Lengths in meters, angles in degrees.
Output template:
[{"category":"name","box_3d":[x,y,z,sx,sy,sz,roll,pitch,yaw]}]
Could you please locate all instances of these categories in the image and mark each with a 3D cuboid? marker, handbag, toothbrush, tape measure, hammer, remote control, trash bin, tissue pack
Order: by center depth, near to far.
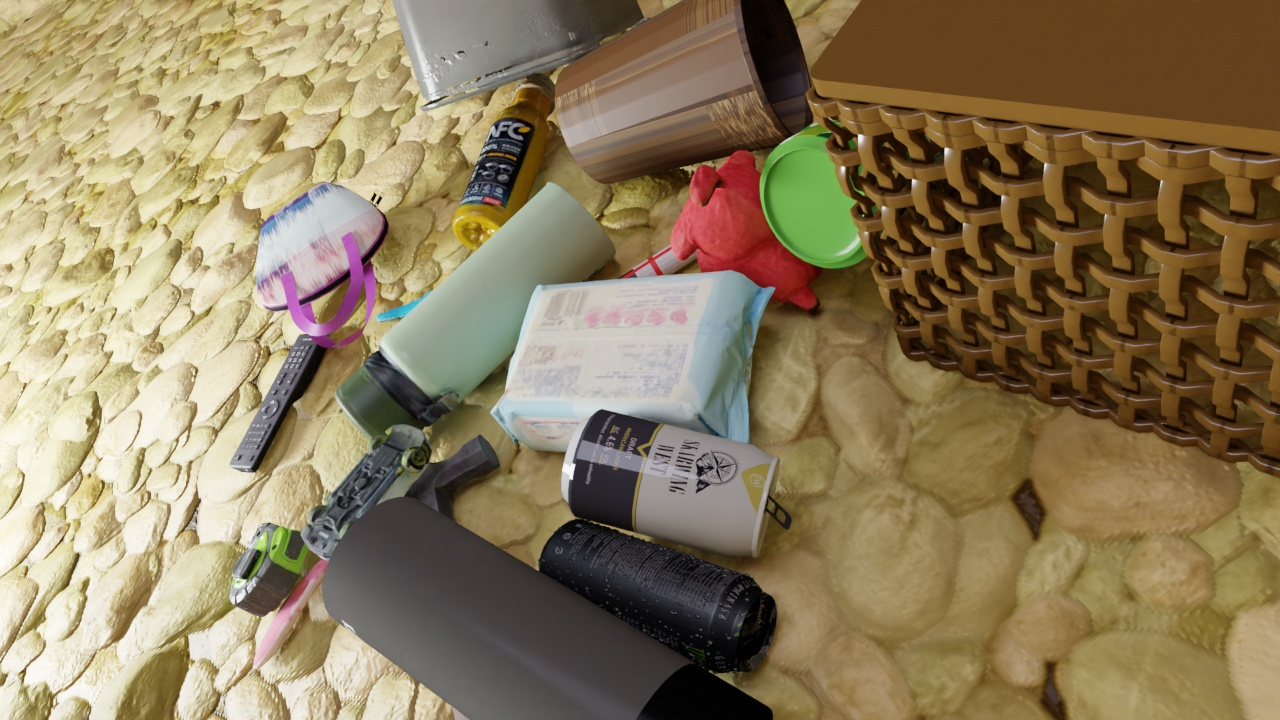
[{"category":"hammer","box_3d":[-0.108,0.181,0.556,0.111,0.028,0.300,-32,47,4]},{"category":"tissue pack","box_3d":[-0.004,0.004,0.603,0.182,0.070,0.111,-1,56,27]},{"category":"toothbrush","box_3d":[-0.233,0.158,0.654,0.022,0.016,0.134,11,61,52]},{"category":"tape measure","box_3d":[-0.271,0.148,0.660,0.059,0.036,0.065,-13,47,46]},{"category":"marker","box_3d":[0.029,-0.079,0.680,0.146,0.019,0.019,-32,46,5]},{"category":"remote control","box_3d":[-0.310,0.035,0.794,0.032,0.015,0.136,-1,56,30]},{"category":"trash bin","box_3d":[-0.128,-0.369,0.811,0.198,0.220,0.196,-11,24,22]},{"category":"handbag","box_3d":[-0.282,-0.078,0.831,0.144,0.068,0.169,-32,48,3]}]

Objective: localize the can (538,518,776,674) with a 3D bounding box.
[{"category":"can","box_3d":[0.005,0.129,0.510,0.138,0.054,0.053,11,62,36]}]

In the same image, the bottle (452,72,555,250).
[{"category":"bottle","box_3d":[-0.115,-0.182,0.819,0.053,0.053,0.185,-4,54,28]}]

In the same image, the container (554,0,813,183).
[{"category":"container","box_3d":[0.030,-0.209,0.712,0.168,0.132,0.132,-13,51,29]}]

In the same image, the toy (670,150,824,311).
[{"category":"toy","box_3d":[0.076,-0.087,0.591,0.094,0.133,0.088,26,82,31]}]

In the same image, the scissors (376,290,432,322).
[{"category":"scissors","box_3d":[-0.170,-0.053,0.783,0.135,0.015,0.066,-13,53,18]}]

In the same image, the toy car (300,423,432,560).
[{"category":"toy car","box_3d":[-0.182,0.091,0.625,0.048,0.033,0.105,12,57,42]}]

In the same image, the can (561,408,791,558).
[{"category":"can","box_3d":[0.023,0.071,0.520,0.127,0.064,0.064,12,61,14]}]

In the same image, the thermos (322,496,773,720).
[{"category":"thermos","box_3d":[-0.056,0.157,0.480,0.241,0.082,0.082,22,69,30]}]

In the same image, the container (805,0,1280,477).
[{"category":"container","box_3d":[0.259,-0.129,0.448,0.220,0.214,0.251,22,69,40]}]

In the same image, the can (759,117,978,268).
[{"category":"can","box_3d":[0.146,-0.123,0.571,0.083,0.083,0.143,18,41,38]}]

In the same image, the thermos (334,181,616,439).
[{"category":"thermos","box_3d":[-0.124,-0.028,0.692,0.231,0.082,0.082,-44,46,-7]}]
